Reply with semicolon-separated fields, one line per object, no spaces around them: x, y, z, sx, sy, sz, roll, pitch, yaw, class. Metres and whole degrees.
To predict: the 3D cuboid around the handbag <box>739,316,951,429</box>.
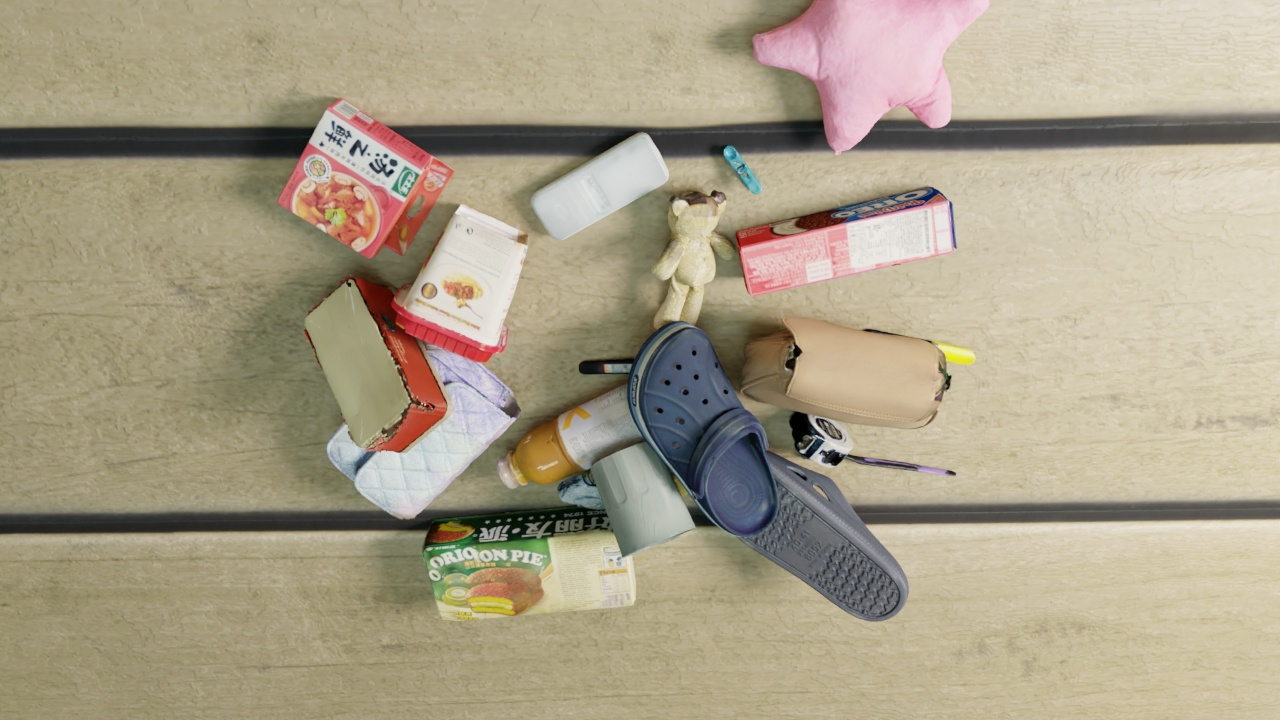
0.209;0.011;0.938;0.204;0.148;0.099;10;79;-7;handbag

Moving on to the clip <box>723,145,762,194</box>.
0.100;-0.187;0.896;0.013;0.038;0.055;-37;105;14;clip

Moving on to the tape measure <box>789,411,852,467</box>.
0.200;0.086;1.013;0.066;0.065;0.034;29;118;-12;tape measure

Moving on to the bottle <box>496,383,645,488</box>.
-0.070;0.088;1.012;0.190;0.068;0.068;-25;115;12;bottle

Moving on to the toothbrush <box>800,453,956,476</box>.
0.274;0.120;1.061;0.189;0.014;0.017;9;124;-5;toothbrush

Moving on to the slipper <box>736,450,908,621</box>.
0.191;0.186;1.053;0.268;0.083;0.111;39;123;8;slipper

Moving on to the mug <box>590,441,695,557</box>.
0.004;0.150;0.998;0.084;0.124;0.103;-24;78;6;mug

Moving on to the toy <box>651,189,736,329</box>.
0.046;-0.097;0.926;0.105;0.066;0.157;-12;127;-31;toy

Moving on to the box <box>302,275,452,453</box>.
-0.269;0.005;0.910;0.091;0.079;0.168;-38;67;17;box

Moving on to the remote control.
-0.040;-0.171;0.904;0.136;0.020;0.056;-27;115;13;remote control

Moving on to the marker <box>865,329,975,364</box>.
0.300;-0.016;0.991;0.124;0.015;0.018;12;116;-3;marker

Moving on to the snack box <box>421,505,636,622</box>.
-0.129;0.241;1.094;0.240;0.063;0.114;-6;117;3;snack box

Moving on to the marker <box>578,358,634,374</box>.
-0.006;0.006;1.001;0.124;0.015;0.018;-2;116;4;marker

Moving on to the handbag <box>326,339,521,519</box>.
-0.241;0.076;1.000;0.134;0.075;0.194;41;111;-16;handbag

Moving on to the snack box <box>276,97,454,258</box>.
-0.266;-0.169;0.891;0.127;0.044;0.113;31;113;-16;snack box

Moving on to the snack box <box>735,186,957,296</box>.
0.202;-0.118;0.913;0.207;0.057;0.058;-12;114;6;snack box

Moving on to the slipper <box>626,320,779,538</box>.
0.073;0.083;0.938;0.105;0.095;0.253;-34;111;-18;slipper

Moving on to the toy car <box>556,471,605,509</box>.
-0.047;0.149;1.038;0.105;0.031;0.049;15;141;-44;toy car

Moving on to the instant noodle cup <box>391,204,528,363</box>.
-0.170;-0.079;0.908;0.116;0.116;0.124;23;103;-12;instant noodle cup

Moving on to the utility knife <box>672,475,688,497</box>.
0.046;0.140;1.059;0.152;0.018;0.031;-41;94;24;utility knife

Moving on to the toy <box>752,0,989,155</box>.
0.196;-0.271;0.825;0.194;0.074;0.179;13;119;-3;toy
